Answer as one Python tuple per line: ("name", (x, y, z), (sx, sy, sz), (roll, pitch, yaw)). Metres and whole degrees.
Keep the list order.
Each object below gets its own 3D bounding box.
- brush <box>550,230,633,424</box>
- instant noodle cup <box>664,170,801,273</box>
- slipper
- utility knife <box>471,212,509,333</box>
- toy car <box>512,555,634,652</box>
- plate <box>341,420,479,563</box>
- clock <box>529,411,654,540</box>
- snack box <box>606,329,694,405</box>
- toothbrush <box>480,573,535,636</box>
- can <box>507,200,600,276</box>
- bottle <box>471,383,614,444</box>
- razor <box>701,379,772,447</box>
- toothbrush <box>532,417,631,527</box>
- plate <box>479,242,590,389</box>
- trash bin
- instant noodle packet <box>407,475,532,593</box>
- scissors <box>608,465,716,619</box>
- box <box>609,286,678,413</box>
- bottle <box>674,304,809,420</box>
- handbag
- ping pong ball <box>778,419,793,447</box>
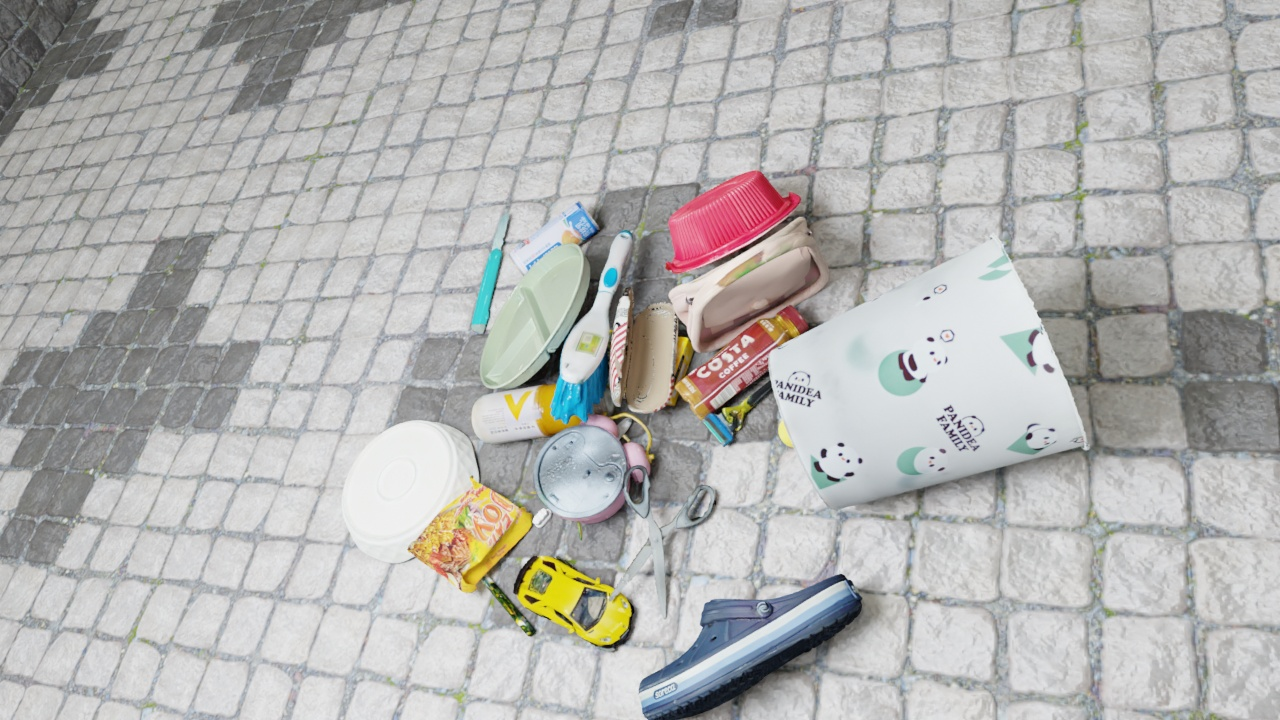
("brush", (-0.053, -0.052, 1.183), (0.060, 0.110, 0.313), (12, 36, 5))
("instant noodle cup", (0.106, -0.185, 1.179), (0.194, 0.066, 0.193), (-29, 14, 8))
("slipper", (0.101, 0.278, 0.930), (0.253, 0.105, 0.095), (-30, 59, 3))
("utility knife", (-0.227, -0.136, 1.408), (0.029, 0.013, 0.221), (-5, 61, 25))
("toy car", (-0.076, 0.276, 1.060), (0.156, 0.041, 0.071), (20, 71, 32))
("plate", (-0.319, 0.169, 1.242), (0.205, 0.045, 0.204), (-12, 55, 18))
("clock", (-0.054, 0.129, 1.119), (0.117, 0.060, 0.158), (39, 80, 26))
("snack box", (-0.007, 0.007, 1.201), (0.141, 0.034, 0.086), (8, 64, 28))
("toothbrush", (-0.185, 0.273, 1.129), (0.012, 0.017, 0.186), (-22, 43, -34))
("can", (-0.129, -0.176, 1.360), (0.134, 0.053, 0.053), (-36, 52, 1))
("bottle", (-0.127, 0.066, 1.198), (0.190, 0.068, 0.067), (-10, 57, 19))
("razor", (0.140, 0.044, 1.113), (0.142, 0.022, 0.042), (-40, 84, -7))
("toothbrush", (-0.073, 0.139, 1.159), (0.016, 0.016, 0.180), (37, 80, 28))
("plate", (-0.143, -0.058, 1.252), (0.231, 0.027, 0.229), (-38, 33, 31))
("trash bin", (0.283, 0.027, 0.937), (0.252, 0.229, 0.229), (-24, 53, 18))
("instant noodle packet", (-0.211, 0.215, 1.148), (0.111, 0.044, 0.128), (28, 60, 26))
("scissors", (0.021, 0.201, 1.053), (0.159, 0.014, 0.181), (-19, 76, -10))
("box", (0.007, -0.013, 1.145), (0.087, 0.076, 0.162), (4, 57, -1))
("bottle", (0.127, 0.000, 1.123), (0.175, 0.057, 0.057), (-38, 52, 0))
("handbag", (0.129, -0.100, 1.072), (0.193, 0.234, 0.093), (-29, 82, 0))
("ping pong ball", (0.179, 0.081, 1.058), (0.040, 0.040, 0.040), (-12, 56, 19))
